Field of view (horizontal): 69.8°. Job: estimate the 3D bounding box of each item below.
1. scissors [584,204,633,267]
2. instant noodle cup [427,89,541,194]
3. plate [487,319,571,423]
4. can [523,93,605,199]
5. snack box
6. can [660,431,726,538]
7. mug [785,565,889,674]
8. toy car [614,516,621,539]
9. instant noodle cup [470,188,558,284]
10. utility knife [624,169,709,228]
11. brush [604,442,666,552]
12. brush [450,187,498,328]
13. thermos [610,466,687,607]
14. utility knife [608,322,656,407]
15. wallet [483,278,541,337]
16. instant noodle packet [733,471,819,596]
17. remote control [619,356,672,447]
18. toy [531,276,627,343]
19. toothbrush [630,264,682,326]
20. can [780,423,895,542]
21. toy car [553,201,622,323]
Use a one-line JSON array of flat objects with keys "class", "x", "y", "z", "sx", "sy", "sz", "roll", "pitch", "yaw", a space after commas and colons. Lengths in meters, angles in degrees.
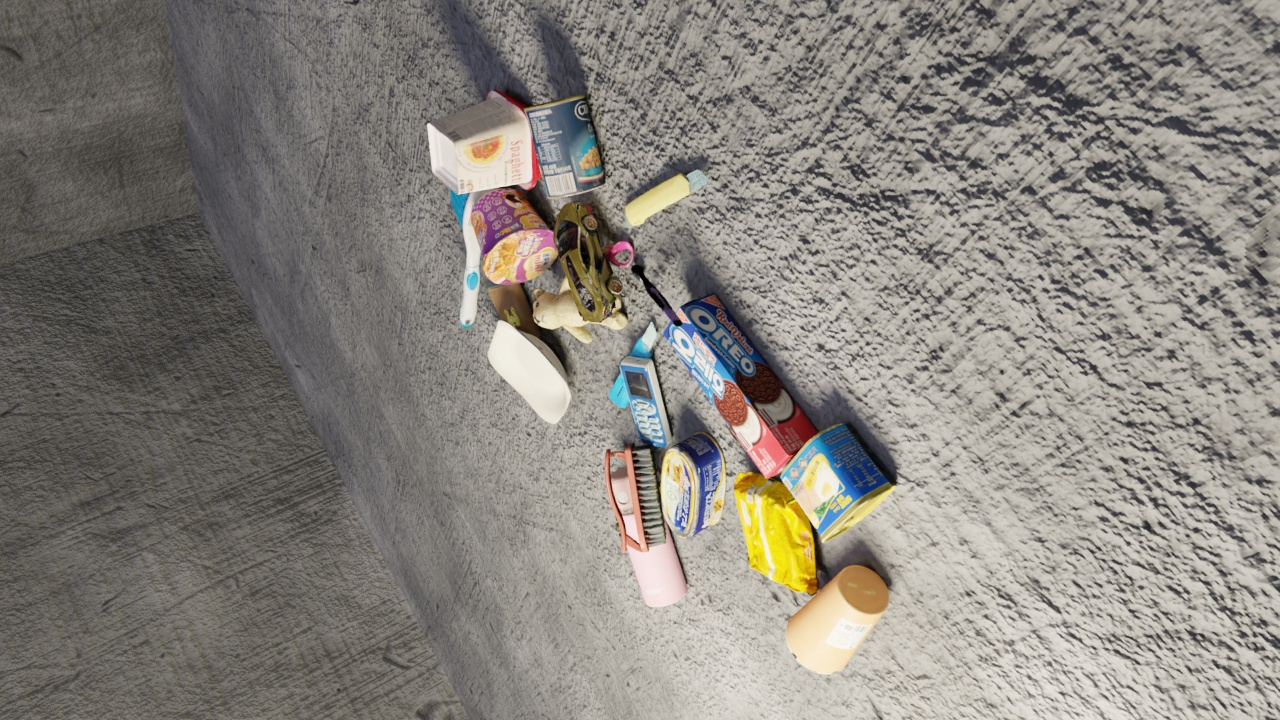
[{"class": "scissors", "x": -0.057, "y": -0.137, "z": 1.169, "sx": 0.134, "sy": 0.017, "sz": 0.134, "roll": -16, "pitch": 87, "yaw": 47}, {"class": "instant noodle cup", "x": -0.207, "y": -0.283, "z": 1.216, "sx": 0.116, "sy": 0.124, "sz": 0.116, "roll": 41, "pitch": 142, "yaw": 37}, {"class": "plate", "x": -0.164, "y": 0.013, "z": 1.417, "sx": 0.163, "sy": 0.034, "sz": 0.165, "roll": 45, "pitch": 150, "yaw": 6}, {"class": "can", "x": -0.089, "y": -0.255, "z": 1.098, "sx": 0.075, "sy": 0.075, "sz": 0.111, "roll": 13, "pitch": 122, "yaw": 54}, {"class": "snack box", "x": 0.107, "y": 0.025, "z": 1.002, "sx": 0.207, "sy": 0.057, "sz": 0.058, "roll": 56, "pitch": 146, "yaw": 18}, {"class": "can", "x": 0.066, "y": 0.160, "z": 1.169, "sx": 0.074, "sy": 0.049, "sz": 0.148, "roll": 39, "pitch": 140, "yaw": 38}, {"class": "mug", "x": 0.216, "y": 0.278, "z": 0.993, "sx": 0.078, "sy": 0.078, "sz": 0.123, "roll": 50, "pitch": 142, "yaw": 26}, {"class": "toy car", "x": -0.015, "y": 0.220, "z": 1.359, "sx": 0.048, "sy": 0.032, "sz": 0.105, "roll": 5, "pitch": 104, "yaw": 57}, {"class": "instant noodle cup", "x": -0.181, "y": -0.178, "z": 1.275, "sx": 0.099, "sy": 0.111, "sz": 0.112, "roll": 62, "pitch": 151, "yaw": 26}, {"class": "utility knife", "x": 0.023, "y": -0.181, "z": 1.027, "sx": 0.031, "sy": 0.019, "sz": 0.184, "roll": 65, "pitch": 156, "yaw": -6}, {"class": "brush", "x": -0.007, "y": 0.185, "z": 1.229, "sx": 0.063, "sy": 0.069, "sz": 0.146, "roll": -17, "pitch": -82, "yaw": -85}, {"class": "brush", "x": -0.259, "y": -0.181, "z": 1.404, "sx": 0.315, "sy": 0.060, "sz": 0.109, "roll": 117, "pitch": 138, "yaw": -52}, {"class": "thermos", "x": 0.017, "y": 0.245, "z": 1.300, "sx": 0.087, "sy": 0.067, "sz": 0.198, "roll": -11, "pitch": 101, "yaw": 27}, {"class": "utility knife", "x": -0.007, "y": 0.007, "z": 1.209, "sx": 0.034, "sy": 0.018, "sz": 0.183, "roll": 54, "pitch": 147, "yaw": 20}, {"class": "wallet", "x": -0.201, "y": -0.083, "z": 1.441, "sx": 0.090, "sy": 0.033, "sz": 0.115, "roll": -9, "pitch": 106, "yaw": 58}, {"class": "instant noodle packet", "x": 0.157, "y": 0.194, "z": 1.055, "sx": 0.111, "sy": 0.044, "sz": 0.128, "roll": 14, "pitch": 120, "yaw": 55}, {"class": "remote control", "x": 0.009, "y": 0.054, "z": 1.197, "sx": 0.049, "sy": 0.024, "sz": 0.125, "roll": 8, "pitch": 123, "yaw": 41}, {"class": "toy", "x": -0.082, "y": -0.066, "z": 1.231, "sx": 0.157, "sy": 0.066, "sz": 0.105, "roll": 3, "pitch": 121, "yaw": 39}, {"class": "toothbrush", "x": 0.018, "y": -0.074, "z": 1.056, "sx": 0.189, "sy": 0.014, "sz": 0.017, "roll": -122, "pitch": 10, "yaw": -60}, {"class": "can", "x": 0.197, "y": 0.123, "z": 0.931, "sx": 0.083, "sy": 0.057, "sz": 0.102, "roll": 56, "pitch": 148, "yaw": 21}, {"class": "toy car", "x": -0.072, "y": -0.123, "z": 1.149, "sx": 0.070, "sy": 0.042, "sz": 0.158, "roll": -31, "pitch": 77, "yaw": 50}]
